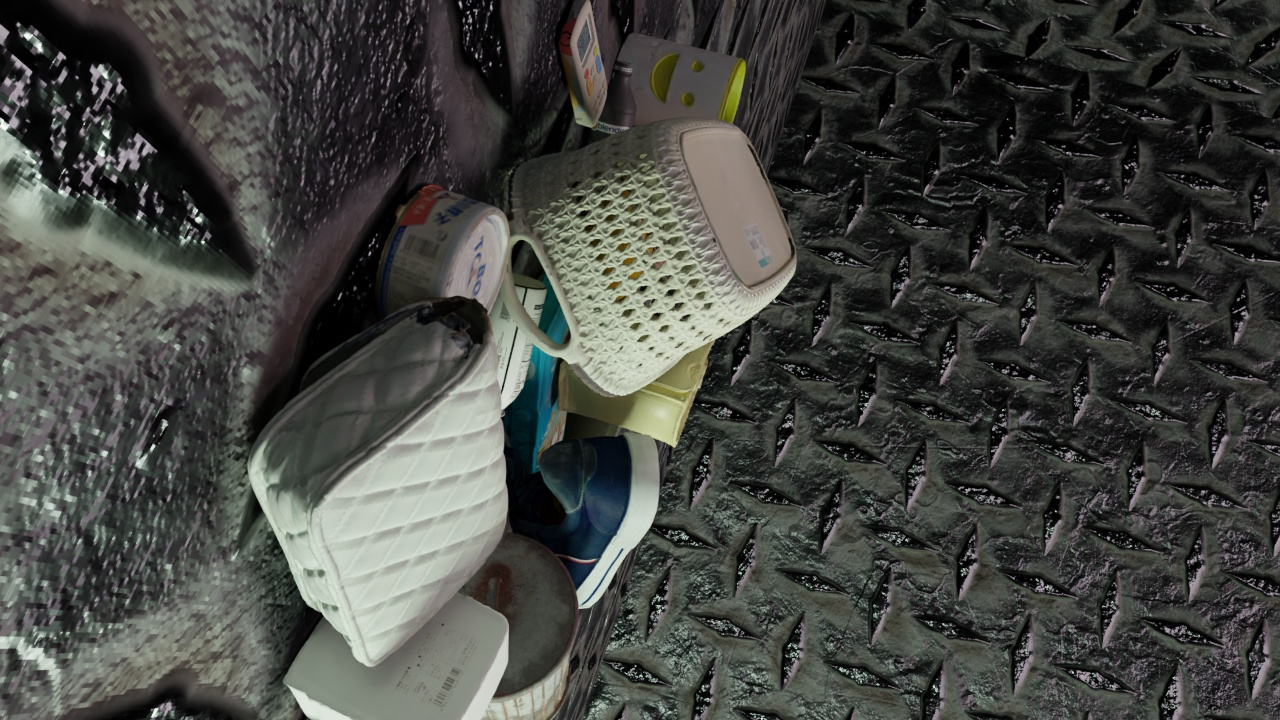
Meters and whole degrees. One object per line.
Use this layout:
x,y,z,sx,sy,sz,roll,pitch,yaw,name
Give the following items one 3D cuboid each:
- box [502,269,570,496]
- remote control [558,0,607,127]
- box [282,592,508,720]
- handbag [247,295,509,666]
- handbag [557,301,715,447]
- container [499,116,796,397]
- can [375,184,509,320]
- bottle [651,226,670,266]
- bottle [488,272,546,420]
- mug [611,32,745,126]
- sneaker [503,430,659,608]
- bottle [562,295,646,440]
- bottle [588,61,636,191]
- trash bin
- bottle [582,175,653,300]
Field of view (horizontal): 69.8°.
-0.092,0.026,0.828,0.227,0.039,0.093,101,9,-46,box
-0.042,-0.222,0.695,0.126,0.018,0.038,75,33,-74,remote control
-0.158,0.221,0.551,0.101,0.111,0.188,78,35,-66,box
-0.130,0.066,0.494,0.138,0.072,0.195,-44,157,-34,handbag
-0.005,0.005,0.812,0.081,0.119,0.110,98,13,-49,handbag
0.016,-0.087,0.682,0.185,0.143,0.251,67,26,-5,container
-0.110,-0.052,0.515,0.086,0.043,0.086,21,89,-82,can
-0.010,-0.115,0.984,0.176,0.062,0.062,-53,159,-66,bottle
-0.102,-0.004,0.676,0.041,0.041,0.116,-43,149,-74,bottle
0.034,-0.245,0.837,0.082,0.106,0.082,19,89,-81,mug
-0.083,0.138,0.796,0.295,0.127,0.120,119,-29,-57,sneaker
-0.041,0.018,1.025,0.071,0.071,0.206,92,18,-62,bottle
-0.025,-0.200,0.788,0.036,0.036,0.110,-56,162,-63,bottle
-0.118,0.237,0.770,0.212,0.131,0.130,97,13,-58,trash bin
-0.020,-0.125,0.859,0.071,0.071,0.164,-17,124,-80,bottle
